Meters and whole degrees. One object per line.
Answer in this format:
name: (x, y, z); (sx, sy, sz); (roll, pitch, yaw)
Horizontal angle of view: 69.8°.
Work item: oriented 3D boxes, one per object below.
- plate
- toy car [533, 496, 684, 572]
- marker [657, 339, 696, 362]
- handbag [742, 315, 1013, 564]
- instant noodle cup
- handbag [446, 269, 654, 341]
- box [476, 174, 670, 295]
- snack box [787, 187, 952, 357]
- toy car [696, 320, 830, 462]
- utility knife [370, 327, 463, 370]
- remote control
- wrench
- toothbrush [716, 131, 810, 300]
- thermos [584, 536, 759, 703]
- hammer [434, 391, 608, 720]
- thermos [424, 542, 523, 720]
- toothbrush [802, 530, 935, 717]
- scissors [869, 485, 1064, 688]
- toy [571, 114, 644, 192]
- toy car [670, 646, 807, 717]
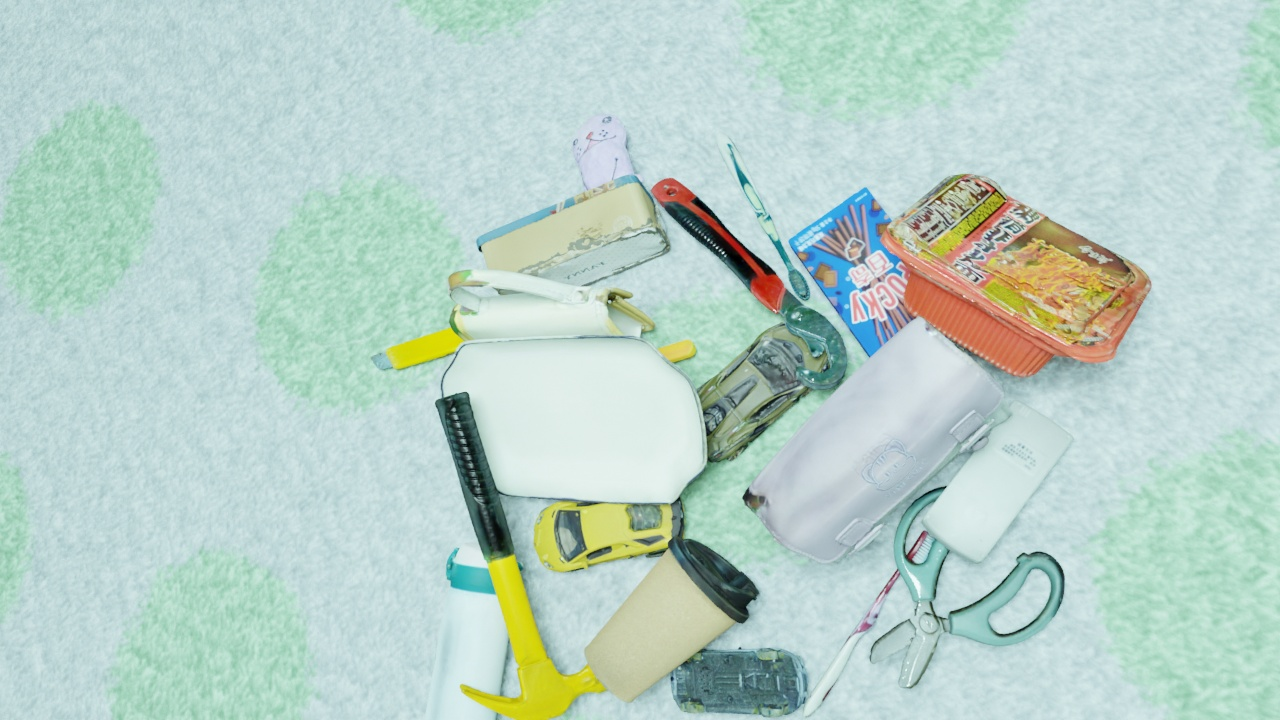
plate: (-0.061, 0.048, 0.823); (0.266, 0.034, 0.162); (-2, 111, 27)
toy car: (-0.032, 0.154, 0.846); (0.156, 0.041, 0.071); (-16, 74, 17)
marker: (-0.005, 0.005, 0.878); (0.124, 0.015, 0.018); (-17, 55, 17)
handbag: (0.186, 0.070, 0.723); (0.197, 0.145, 0.098); (-46, 58, 11)
instant noodle cup: (0.291, -0.062, 0.728); (0.189, 0.164, 0.079); (35, 135, 22)
handbag: (-0.088, -0.043, 0.823); (0.164, 0.179, 0.063); (-3, 66, 24)
box: (-0.069, -0.108, 0.879); (0.184, 0.090, 0.062); (-18, 76, 9)
snack box: (0.209, -0.068, 0.812); (0.084, 0.026, 0.157); (-35, 71, 9)
toy car: (0.100, 0.026, 0.826); (0.158, 0.042, 0.070); (-42, 71, 4)
utility knife: (-0.205, -0.020, 0.949); (0.174, 0.015, 0.033); (-16, 70, 17)
remote control: (0.288, 0.098, 0.744); (0.056, 0.019, 0.135); (37, 80, 20)
wrench: (0.097, -0.080, 0.842); (0.056, 0.016, 0.273); (-29, 63, -16)
toothbrush: (0.113, -0.139, 0.862); (0.016, 0.018, 0.191); (-28, 73, 12)
thermos: (0.024, 0.221, 0.784); (0.143, 0.093, 0.093); (-45, 70, 3)
hammer: (-0.127, 0.175, 0.821); (0.128, 0.033, 0.300); (-16, 86, -17)
thermos: (-0.162, 0.284, 0.852); (0.073, 0.073, 0.224); (5, 82, 19)
toothbrush: (0.192, 0.224, 0.772); (0.017, 0.016, 0.187); (34, 91, 11)
scissors: (0.263, 0.195, 0.733); (0.169, 0.019, 0.177); (21, 73, 14)
toy: (-0.039, -0.197, 0.908); (0.084, 0.039, 0.108); (-25, 60, 23)
toy car: (0.083, 0.275, 0.788); (0.121, 0.036, 0.054); (-10, 78, 27)
